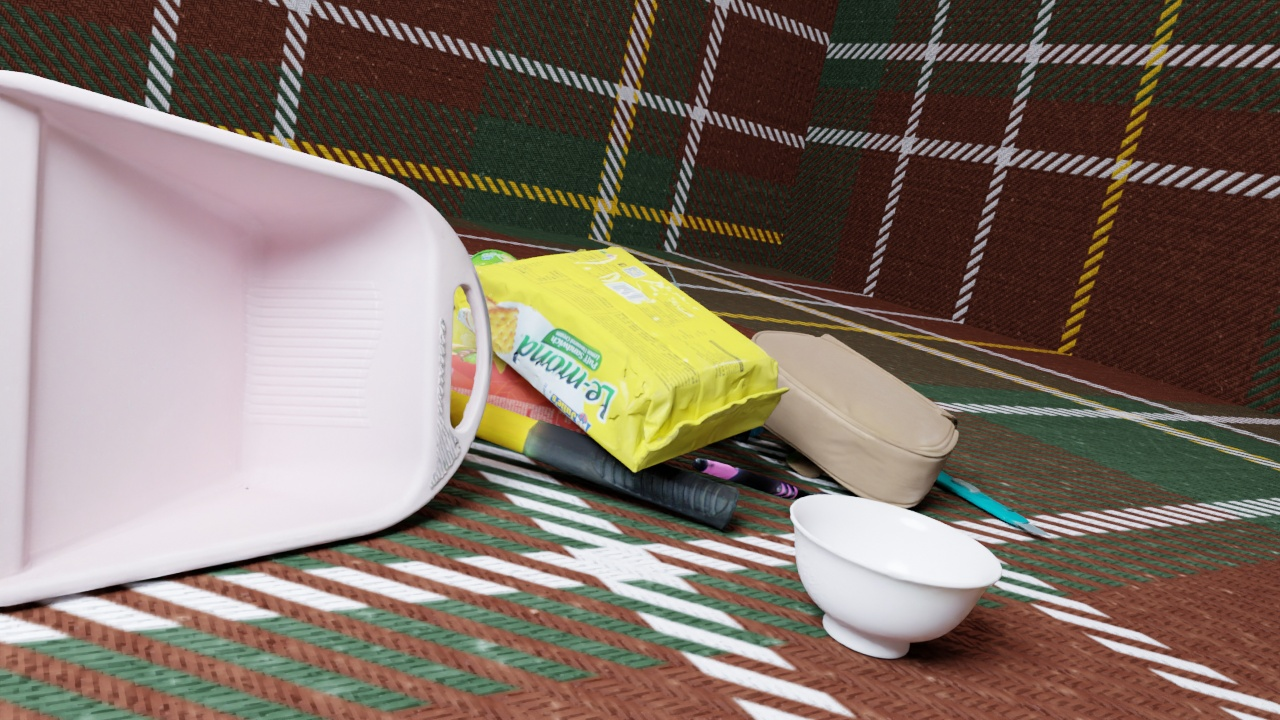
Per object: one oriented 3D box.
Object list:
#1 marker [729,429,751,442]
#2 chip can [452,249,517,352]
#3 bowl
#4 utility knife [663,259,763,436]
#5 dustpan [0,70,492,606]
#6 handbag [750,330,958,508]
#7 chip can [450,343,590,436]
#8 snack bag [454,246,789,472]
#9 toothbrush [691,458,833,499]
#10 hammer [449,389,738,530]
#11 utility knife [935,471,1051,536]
[{"bbox_3d":[0.049,0.056,0.920,0.131,0.018,0.022,17,-13,23],"label":"marker"},{"bbox_3d":[-0.146,-0.052,0.875,0.072,0.073,0.221,10,16,-9],"label":"chip can"},{"bbox_3d":[0.137,0.128,0.523,0.118,0.065,0.118,11,11,-2],"label":"bowl"},{"bbox_3d":[0.071,-0.008,0.880,0.018,0.218,0.034,-28,30,4],"label":"utility knife"},{"bbox_3d":[-0.186,-0.009,0.468,0.139,0.222,0.273,2,2,11],"label":"dustpan"},{"bbox_3d":[0.184,0.051,0.835,0.147,0.100,0.204,-12,42,-46],"label":"handbag"},{"bbox_3d":[-0.094,0.034,0.738,0.216,0.073,0.073,12,11,2],"label":"chip can"},{"bbox_3d":[-0.016,-0.018,0.701,0.157,0.068,0.246,-14,41,-44],"label":"snack bag"},{"bbox_3d":[0.101,0.095,0.682,0.189,0.014,0.018,21,10,-43],"label":"toothbrush"},{"bbox_3d":[-0.077,0.056,0.654,0.301,0.033,0.128,19,41,3],"label":"hammer"},{"bbox_3d":[0.314,0.127,0.856,0.029,0.013,0.176,6,13,-23],"label":"utility knife"}]
